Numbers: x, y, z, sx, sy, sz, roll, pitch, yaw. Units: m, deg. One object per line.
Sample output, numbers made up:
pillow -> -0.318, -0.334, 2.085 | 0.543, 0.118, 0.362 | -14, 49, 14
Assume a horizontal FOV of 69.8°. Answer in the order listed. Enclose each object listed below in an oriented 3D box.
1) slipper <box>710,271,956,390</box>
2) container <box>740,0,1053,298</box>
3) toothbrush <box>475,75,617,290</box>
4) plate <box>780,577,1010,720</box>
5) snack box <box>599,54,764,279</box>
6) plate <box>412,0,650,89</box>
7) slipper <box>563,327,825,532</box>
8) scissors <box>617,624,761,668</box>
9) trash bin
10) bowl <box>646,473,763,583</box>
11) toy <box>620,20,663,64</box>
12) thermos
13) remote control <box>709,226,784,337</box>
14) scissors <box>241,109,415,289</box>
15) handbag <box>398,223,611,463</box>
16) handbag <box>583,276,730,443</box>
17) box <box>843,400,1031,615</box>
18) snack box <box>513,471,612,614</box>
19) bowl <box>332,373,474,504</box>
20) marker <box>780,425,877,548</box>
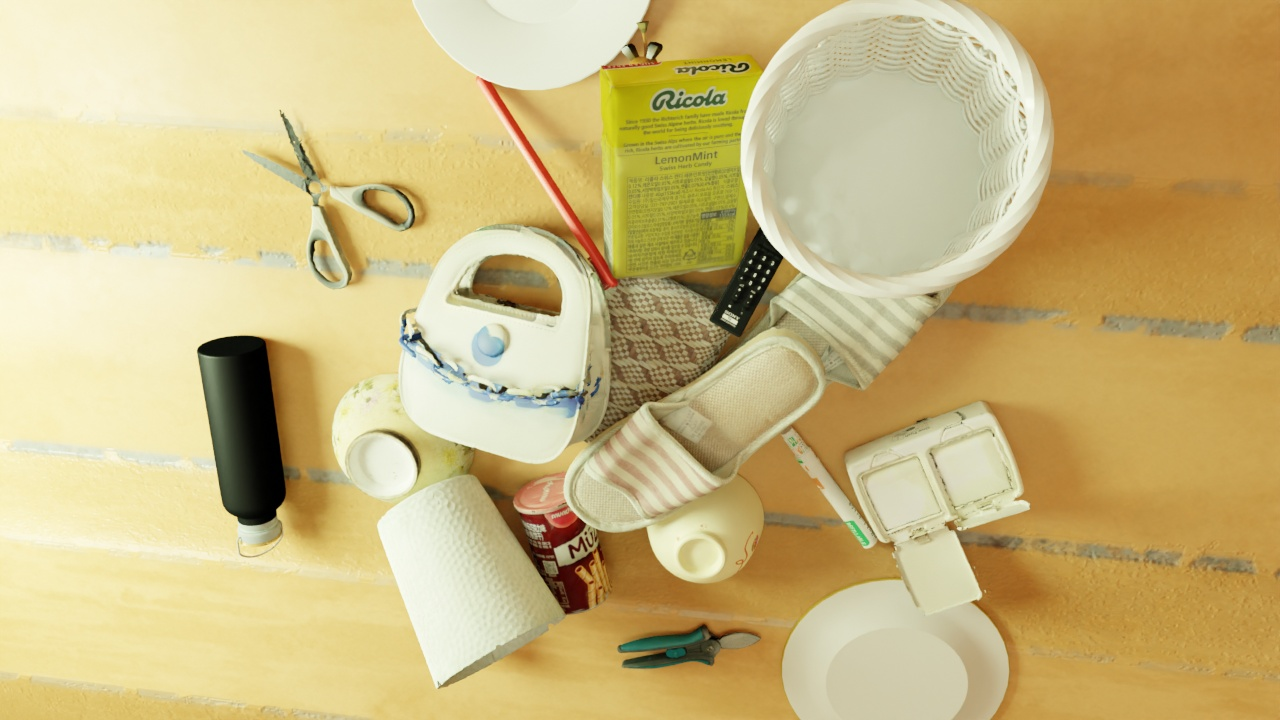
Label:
slipper -> 0.159, -0.020, 0.808 | 0.273, 0.054, 0.114 | -40, 97, 19
container -> 0.174, -0.142, 0.661 | 0.189, 0.186, 0.189 | 1, 96, 11
toothbrush -> -0.083, -0.151, 0.789 | 0.018, 0.012, 0.212 | -30, 95, 31
plate -> 0.260, 0.326, 0.941 | 0.230, 0.021, 0.230 | 2, 111, 6
snack box -> 0.029, -0.150, 0.737 | 0.121, 0.045, 0.181 | -9, 133, -10
plate -> -0.089, -0.326, 0.737 | 0.209, 0.015, 0.209 | 2, 111, 6
slipper -> 0.043, 0.069, 0.801 | 0.263, 0.052, 0.115 | -36, 109, 16
scissors -> 0.050, 0.307, 0.963 | 0.136, 0.019, 0.139 | 27, 111, -6
trash bin -> -0.167, 0.204, 0.869 | 0.133, 0.133, 0.161 | -36, 74, 18
bowl -> 0.059, 0.168, 0.878 | 0.118, 0.074, 0.118 | 2, 111, 6
toy -> 0.006, -0.220, 0.741 | 0.076, 0.062, 0.100 | 5, 120, 25
thermos -> -0.390, 0.093, 0.912 | 0.061, 0.061, 0.231 | 3, 111, 6
remote control -> 0.105, -0.088, 0.780 | 0.030, 0.009, 0.140 | 29, 87, -4
scissors -> -0.282, -0.142, 0.834 | 0.157, 0.012, 0.171 | 3, 112, 4
handbag -> -0.117, -0.018, 0.801 | 0.201, 0.092, 0.200 | 11, 102, 20
handbag -> -0.005, 0.005, 0.839 | 0.124, 0.046, 0.186 | 30, 112, 4
box -> 0.286, 0.152, 0.829 | 0.144, 0.098, 0.184 | -25, 106, 15
snack box -> -0.074, 0.180, 0.901 | 0.072, 0.072, 0.121 | -10, 110, 11
bowl -> -0.240, 0.088, 0.891 | 0.145, 0.063, 0.145 | 2, 110, 6
marker -> 0.180, 0.121, 0.875 | 0.017, 0.017, 0.145 | -34, 104, 17
